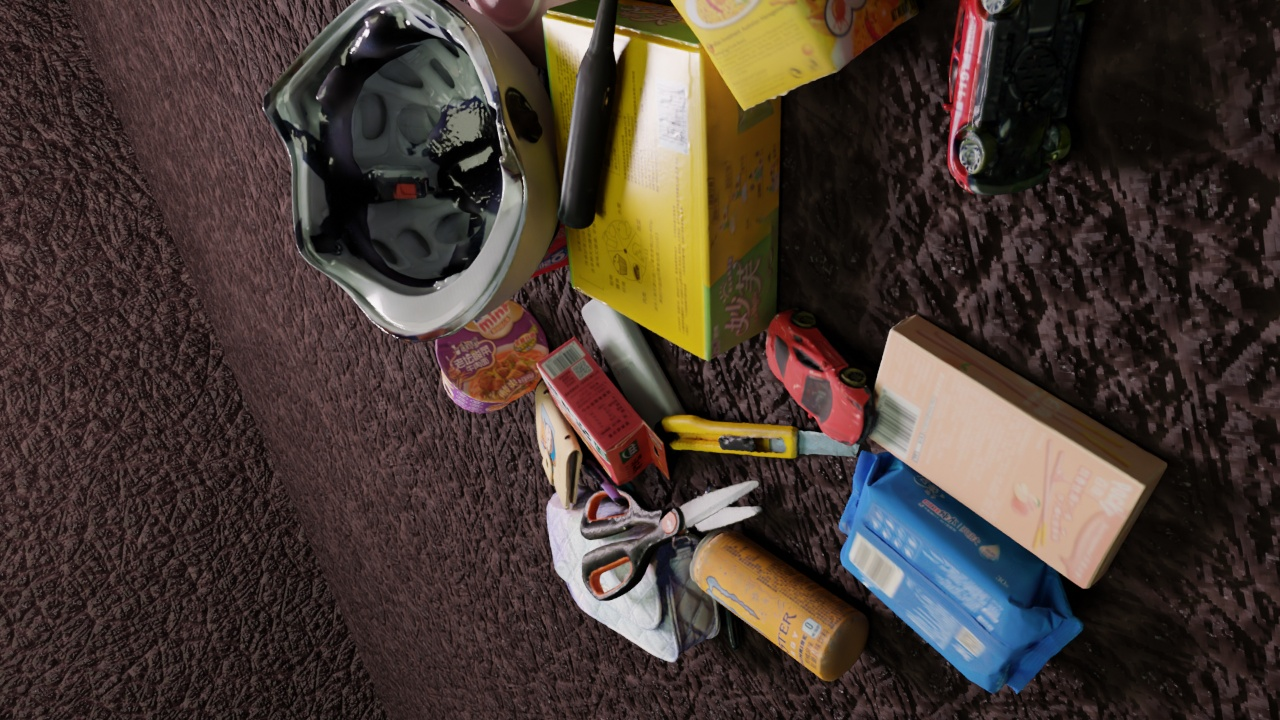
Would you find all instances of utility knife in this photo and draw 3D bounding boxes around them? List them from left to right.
[{"bbox_3d":[0.081,0.059,0.699,0.207,0.015,0.033,-2,119,49],"label":"utility knife"}]

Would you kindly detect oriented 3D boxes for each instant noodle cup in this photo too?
[{"bbox_3d":[-0.159,0.003,0.945,0.111,0.111,0.099,58,155,7],"label":"instant noodle cup"},{"bbox_3d":[0.067,-0.203,0.456,0.116,0.116,0.124,-5,120,57],"label":"instant noodle cup"}]

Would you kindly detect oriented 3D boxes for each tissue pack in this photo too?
[{"bbox_3d":[0.191,0.129,0.570,0.157,0.052,0.095,42,145,31],"label":"tissue pack"}]

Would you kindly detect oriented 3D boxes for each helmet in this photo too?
[{"bbox_3d":[-0.151,-0.149,0.713,0.230,0.145,0.258,-28,85,30],"label":"helmet"}]

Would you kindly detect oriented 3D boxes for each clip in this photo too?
[{"bbox_3d":[-0.030,0.118,0.916,0.056,0.040,0.014,40,145,26],"label":"clip"}]

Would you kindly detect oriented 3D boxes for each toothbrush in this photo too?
[{"bbox_3d":[-0.047,0.105,0.887,0.189,0.014,0.017,-143,46,-65],"label":"toothbrush"},{"bbox_3d":[-0.028,-0.169,0.555,0.027,0.026,0.213,41,142,24],"label":"toothbrush"},{"bbox_3d":[0.078,0.190,0.818,0.018,0.015,0.181,15,125,40],"label":"toothbrush"}]

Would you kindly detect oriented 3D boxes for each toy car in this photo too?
[{"bbox_3d":[0.114,0.011,0.595,0.106,0.031,0.049,-124,27,-43],"label":"toy car"},{"bbox_3d":[0.166,-0.134,0.409,0.045,0.053,0.121,-127,32,-59],"label":"toy car"}]

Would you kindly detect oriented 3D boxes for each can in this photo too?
[{"bbox_3d":[0.108,0.191,0.732,0.146,0.058,0.058,28,135,43],"label":"can"}]

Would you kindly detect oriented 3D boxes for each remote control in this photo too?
[{"bbox_3d":[-0.005,0.005,0.793,0.136,0.020,0.056,61,150,-2],"label":"remote control"}]

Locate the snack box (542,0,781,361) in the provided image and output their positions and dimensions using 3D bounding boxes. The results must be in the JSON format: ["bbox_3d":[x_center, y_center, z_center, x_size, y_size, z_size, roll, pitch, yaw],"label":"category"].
[{"bbox_3d":[0.015,-0.125,0.620,0.158,0.069,0.210,31,137,42],"label":"snack box"}]

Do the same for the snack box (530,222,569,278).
[{"bbox_3d":[-0.143,-0.157,0.841,0.207,0.058,0.057,44,141,29],"label":"snack box"}]

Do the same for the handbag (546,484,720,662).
[{"bbox_3d":[-0.012,0.206,0.902,0.194,0.075,0.134,10,116,51],"label":"handbag"}]

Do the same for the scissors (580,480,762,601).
[{"bbox_3d":[0.016,0.130,0.794,0.234,0.021,0.162,-51,44,28],"label":"scissors"}]

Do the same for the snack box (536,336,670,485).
[{"bbox_3d":[-0.031,0.056,0.813,0.127,0.044,0.113,50,169,21],"label":"snack box"}]

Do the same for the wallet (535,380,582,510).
[{"bbox_3d":[-0.085,0.088,0.934,0.115,0.024,0.087,-123,35,-48],"label":"wallet"}]

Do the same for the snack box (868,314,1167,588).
[{"bbox_3d":[0.201,0.048,0.518,0.157,0.026,0.085,38,141,34],"label":"snack box"}]

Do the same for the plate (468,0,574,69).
[{"bbox_3d":[-0.092,-0.306,0.669,0.192,0.039,0.193,36,140,37],"label":"plate"}]
